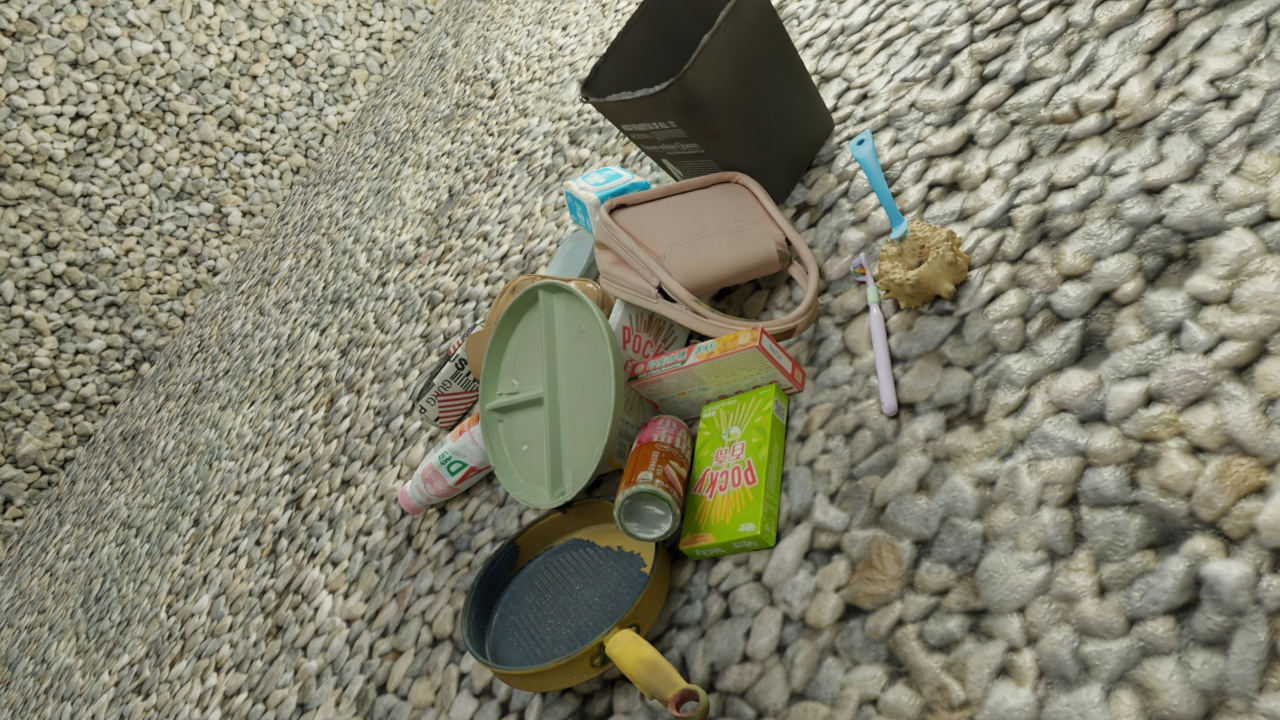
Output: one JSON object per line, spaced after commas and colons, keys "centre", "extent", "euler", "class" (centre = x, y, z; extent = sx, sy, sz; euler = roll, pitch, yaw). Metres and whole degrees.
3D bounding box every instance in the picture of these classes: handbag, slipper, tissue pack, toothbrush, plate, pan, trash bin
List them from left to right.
{"centre": [-0.115, -0.030, 1.053], "extent": [0.205, 0.099, 0.147], "euler": [8, 66, 47], "class": "handbag"}
{"centre": [-0.129, -0.083, 1.207], "extent": [0.104, 0.074, 0.244], "euler": [3, 57, 48], "class": "slipper"}
{"centre": [-0.093, 0.034, 0.928], "extent": [0.231, 0.027, 0.230], "euler": [-5, 83, 47], "class": "plate"}
{"centre": [-0.035, 0.211, 0.750], "extent": [0.197, 0.078, 0.358], "euler": [-38, 30, -15], "class": "pan"}
{"centre": [-0.043, -0.217, 1.231], "extent": [0.090, 0.063, 0.140], "euler": [-23, 30, -14], "class": "tissue pack"}
{"centre": [0.085, -0.299, 1.054], "extent": [0.199, 0.219, 0.198], "euler": [16, 68, 53], "class": "trash bin"}
{"centre": [0.081, -0.094, 0.929], "extent": [0.193, 0.093, 0.234], "euler": [-21, 44, -24], "class": "handbag"}
{"centre": [0.209, -0.025, 0.820], "extent": [0.021, 0.029, 0.188], "euler": [1, 47, 2], "class": "toothbrush"}

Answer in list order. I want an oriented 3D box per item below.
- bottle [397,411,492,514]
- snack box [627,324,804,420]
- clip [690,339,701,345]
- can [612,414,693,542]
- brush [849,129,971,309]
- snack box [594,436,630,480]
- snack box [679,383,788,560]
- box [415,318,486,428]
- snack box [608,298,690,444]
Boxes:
{"centre": [-0.215, 0.120, 1.110], "extent": [0.197, 0.068, 0.068], "euler": [-39, 34, 20], "class": "bottle"}
{"centre": [0.070, 0.017, 0.880], "extent": [0.156, 0.077, 0.027], "euler": [-17, 44, 37], "class": "snack box"}
{"centre": [0.082, -0.008, 0.936], "extent": [0.076, 0.034, 0.104], "euler": [-56, 26, -8], "class": "clip"}
{"centre": [0.014, 0.103, 0.829], "extent": [0.058, 0.058, 0.147], "euler": [-35, 13, 19], "class": "can"}
{"centre": [0.240, -0.145, 0.873], "extent": [0.083, 0.046, 0.254], "euler": [-34, 42, 26], "class": "brush"}
{"centre": [-0.046, 0.066, 1.002], "extent": [0.087, 0.033, 0.140], "euler": [-21, 40, 35], "class": "snack box"}
{"centre": [0.086, 0.099, 0.826], "extent": [0.086, 0.026, 0.156], "euler": [-20, 43, 37], "class": "snack box"}
{"centre": [-0.246, 0.012, 1.248], "extent": [0.163, 0.075, 0.076], "euler": [-53, 29, -3], "class": "box"}
{"centre": [-0.006, 0.006, 0.968], "extent": [0.027, 0.084, 0.156], "euler": [-30, 34, 54], "class": "snack box"}
